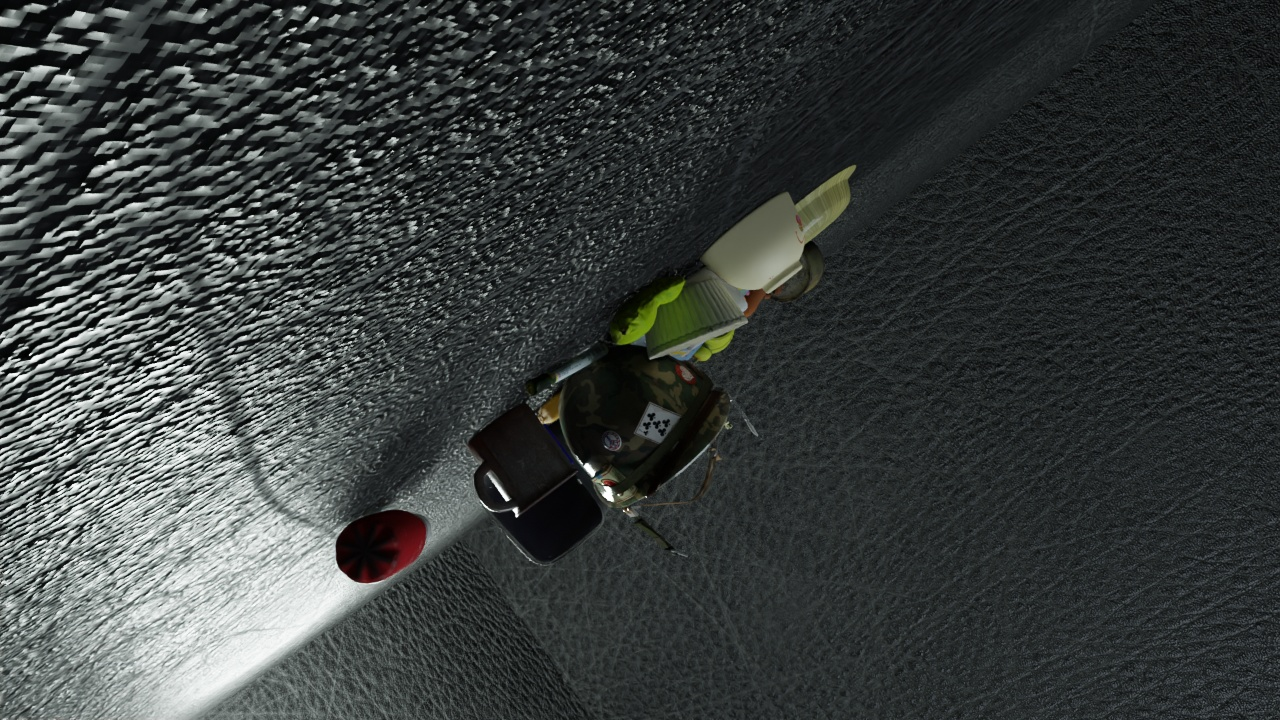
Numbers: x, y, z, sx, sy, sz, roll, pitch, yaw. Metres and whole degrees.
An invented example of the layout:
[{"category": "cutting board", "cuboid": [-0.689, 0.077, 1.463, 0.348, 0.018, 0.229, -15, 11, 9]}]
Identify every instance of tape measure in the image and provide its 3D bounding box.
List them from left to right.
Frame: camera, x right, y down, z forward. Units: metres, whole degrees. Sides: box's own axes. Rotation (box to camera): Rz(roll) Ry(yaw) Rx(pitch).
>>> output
[{"category": "tape measure", "cuboid": [-0.105, 0.055, 1.210, 0.068, 0.030, 0.059, -37, 177, -37]}]

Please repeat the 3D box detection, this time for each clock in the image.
[{"category": "clock", "cuboid": [0.092, -0.047, 1.362, 0.119, 0.083, 0.057, -39, 172, -15]}]

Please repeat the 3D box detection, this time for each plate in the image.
[{"category": "plate", "cuboid": [0.221, -0.182, 1.212, 0.184, 0.036, 0.184, -37, 175, -4]}]

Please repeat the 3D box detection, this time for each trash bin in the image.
[{"category": "trash bin", "cuboid": [-0.129, 0.198, 1.599, 0.198, 0.197, 0.219, -41, 180, 30]}]

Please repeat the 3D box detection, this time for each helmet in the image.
[{"category": "helmet", "cuboid": [0.017, 0.091, 1.102, 0.225, 0.236, 0.192, 2, -135, 44]}]

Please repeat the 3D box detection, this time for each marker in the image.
[{"category": "marker", "cuboid": [-0.077, 0.007, 1.003, 0.017, 0.017, 0.146, -40, 175, 35]}]

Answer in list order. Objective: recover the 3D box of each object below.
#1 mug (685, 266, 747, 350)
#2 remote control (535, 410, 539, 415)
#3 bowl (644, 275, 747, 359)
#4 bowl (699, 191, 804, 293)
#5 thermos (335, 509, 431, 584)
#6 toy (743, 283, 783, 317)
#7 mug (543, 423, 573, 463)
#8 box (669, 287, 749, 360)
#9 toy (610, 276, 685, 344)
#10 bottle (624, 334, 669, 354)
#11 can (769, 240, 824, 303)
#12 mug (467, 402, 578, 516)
[{"category": "mug", "cuboid": [0.065, -0.058, 1.098, 0.116, 0.068, 0.094, -38, 176, 10]}, {"category": "remote control", "cuboid": [-0.108, 0.052, 1.276, 0.124, 0.012, 0.028, -37, 176, 6]}, {"category": "bowl", "cuboid": [0.053, -0.050, 0.998, 0.115, 0.062, 0.115, -20, 177, -1]}, {"category": "bowl", "cuboid": [0.133, -0.115, 0.986, 0.118, 0.074, 0.118, -37, 176, -3]}, {"category": "thermos", "cuboid": [-0.295, 0.215, 1.100, 0.073, 0.073, 0.240, -37, 176, -4]}, {"category": "toy", "cuboid": [0.159, -0.111, 1.321, 0.090, 0.071, 0.103, -62, 157, -10]}, {"category": "mug", "cuboid": [-0.163, 0.149, 1.398, 0.079, 0.083, 0.111, -35, 176, -26]}, {"category": "box", "cuboid": [0.083, -0.054, 1.241, 0.066, 0.052, 0.210, -31, 164, -40]}, {"category": "toy", "cuboid": [0.006, -0.052, 0.910, 0.094, 0.036, 0.094, -43, -178, 11]}, {"category": "bottle", "cuboid": [-0.008, 0.007, 1.277, 0.061, 0.062, 0.138, -35, 175, -23]}, {"category": "can", "cuboid": [0.225, -0.139, 1.388, 0.090, 0.090, 0.074, -39, 176, 31]}, {"category": "mug", "cuboid": [-0.149, 0.122, 1.069, 0.122, 0.110, 0.097, -32, 169, -47]}]
